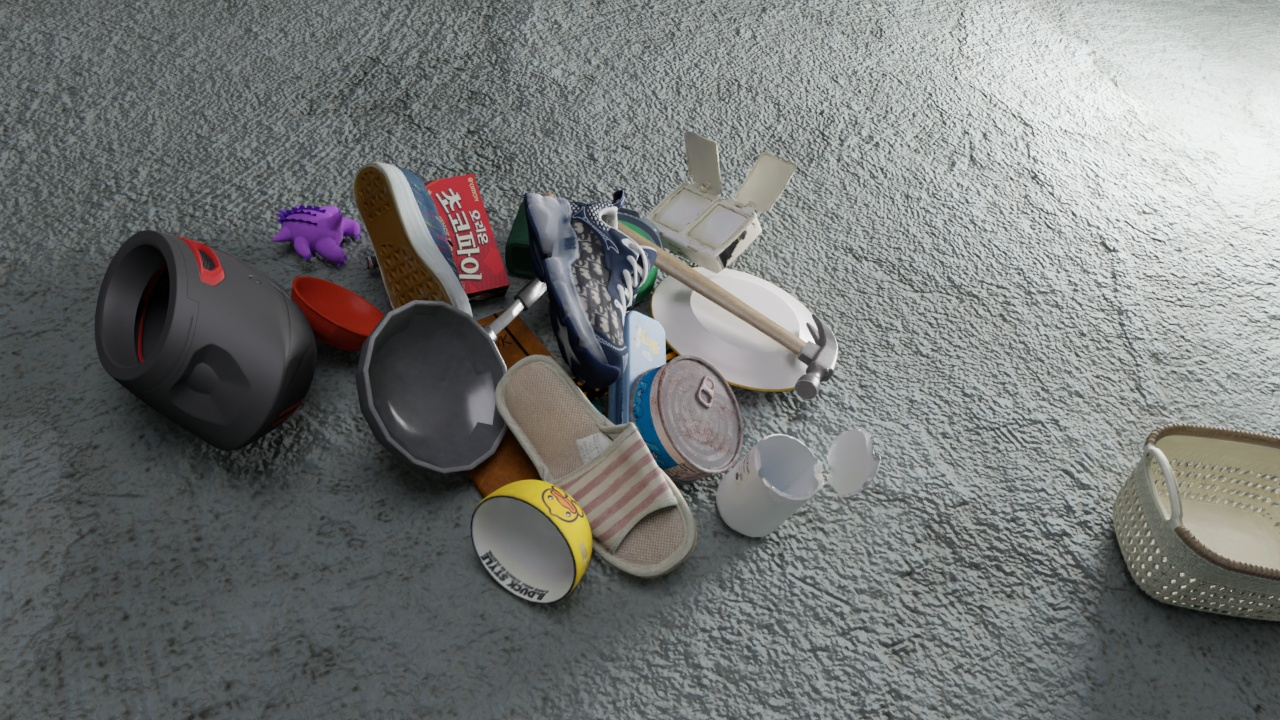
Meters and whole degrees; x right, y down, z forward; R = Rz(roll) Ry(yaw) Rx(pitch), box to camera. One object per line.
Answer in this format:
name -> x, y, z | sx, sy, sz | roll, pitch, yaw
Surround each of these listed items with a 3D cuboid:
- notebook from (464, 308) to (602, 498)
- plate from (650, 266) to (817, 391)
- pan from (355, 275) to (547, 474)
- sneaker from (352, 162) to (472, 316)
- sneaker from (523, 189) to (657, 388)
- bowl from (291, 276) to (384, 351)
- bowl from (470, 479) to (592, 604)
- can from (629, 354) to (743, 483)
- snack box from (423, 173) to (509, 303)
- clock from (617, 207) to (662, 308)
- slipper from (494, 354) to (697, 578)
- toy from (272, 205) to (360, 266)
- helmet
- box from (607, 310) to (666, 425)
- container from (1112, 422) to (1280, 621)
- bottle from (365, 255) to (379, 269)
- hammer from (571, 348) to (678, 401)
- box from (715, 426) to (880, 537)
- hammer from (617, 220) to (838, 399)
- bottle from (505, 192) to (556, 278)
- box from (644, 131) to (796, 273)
notebook -> -0.142, 0.047, 1.021 | 0.178, 0.014, 0.249 | -24, 56, -28
plate -> 0.125, -0.050, 1.127 | 0.229, 0.021, 0.229 | 11, 41, -10
pan -> -0.174, -0.020, 0.992 | 0.178, 0.041, 0.356 | 57, 41, -18
sneaker -> -0.249, -0.118, 1.056 | 0.079, 0.088, 0.235 | -19, 81, -58
sneaker -> -0.040, -0.090, 0.987 | 0.132, 0.103, 0.269 | -12, 51, -10
bowl -> -0.340, -0.046, 1.029 | 0.122, 0.035, 0.122 | 32, 12, -8
bowl -> -0.094, 0.161, 0.863 | 0.117, 0.117, 0.067 | 29, 35, 16
can -> 0.050, 0.062, 0.973 | 0.129, 0.044, 0.129 | 23, 56, -38
snack box -> -0.247, -0.141, 1.116 | 0.132, 0.036, 0.152 | -15, 78, -22
clock -> -0.033, -0.145, 1.172 | 0.122, 0.075, 0.161 | 12, 48, 0
slipper -> -0.049, 0.099, 0.904 | 0.115, 0.052, 0.263 | -43, 75, 3
toy -> -0.403, -0.164, 1.138 | 0.088, 0.056, 0.105 | 8, 46, 3
helmet -> -0.421, -0.016, 0.925 | 0.169, 0.164, 0.264 | 25, 16, -50
box -> 0.003, 0.045, 0.981 | 0.066, 0.049, 0.209 | 12, 65, -24
container -> 0.628, 0.174, 0.956 | 0.246, 0.143, 0.184 | 9, 48, -1
bottle -> -0.286, -0.131, 1.142 | 0.109, 0.036, 0.036 | -15, 52, -22
hammer -> -0.006, 0.006, 1.055 | 0.319, 0.036, 0.123 | -21, 55, -35
box -> 0.154, 0.115, 0.918 | 0.112, 0.163, 0.084 | 17, 52, -11
hammer -> 0.089, -0.077, 1.094 | 0.331, 0.031, 0.119 | 32, 43, 9
bottle -> -0.131, -0.170, 1.188 | 0.061, 0.061, 0.131 | 9, 47, 1
box -> 0.092, -0.216, 1.201 | 0.145, 0.095, 0.185 | 30, 90, 37
